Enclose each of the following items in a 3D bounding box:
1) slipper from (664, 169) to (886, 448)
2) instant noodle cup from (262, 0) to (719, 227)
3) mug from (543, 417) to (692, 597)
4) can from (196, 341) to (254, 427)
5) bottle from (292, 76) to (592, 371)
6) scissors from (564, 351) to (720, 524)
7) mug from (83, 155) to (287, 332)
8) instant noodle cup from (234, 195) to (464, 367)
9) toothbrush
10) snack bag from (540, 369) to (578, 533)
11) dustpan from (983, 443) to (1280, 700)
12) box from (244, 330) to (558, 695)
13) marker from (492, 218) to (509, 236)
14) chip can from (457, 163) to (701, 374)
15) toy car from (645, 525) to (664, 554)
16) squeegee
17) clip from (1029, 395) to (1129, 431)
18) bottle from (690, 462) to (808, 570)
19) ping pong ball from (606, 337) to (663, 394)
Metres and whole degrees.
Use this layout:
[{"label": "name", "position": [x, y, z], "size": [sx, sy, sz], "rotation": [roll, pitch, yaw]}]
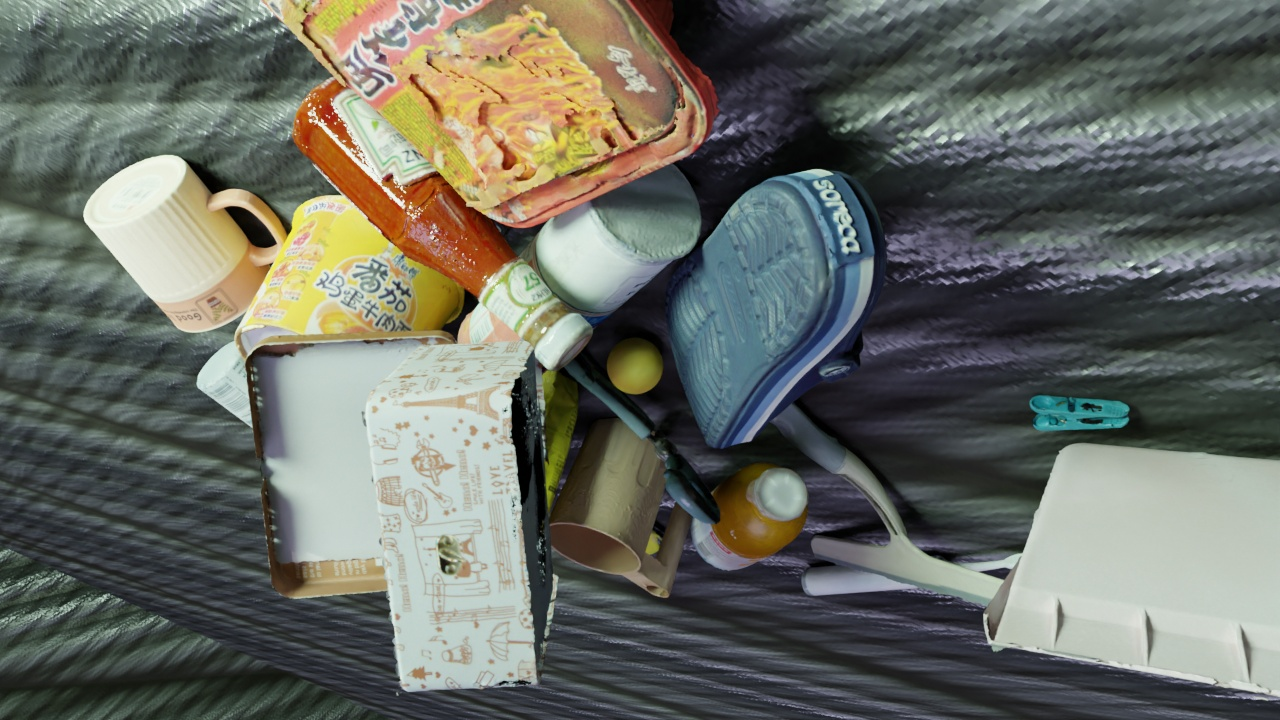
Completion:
[{"label": "slipper", "position": [0.080, -0.029, 0.517], "size": [0.095, 0.105, 0.253], "rotation": [-12, 161, -13]}, {"label": "instant noodle cup", "position": [-0.064, -0.157, 0.421], "size": [0.165, 0.078, 0.189], "rotation": [-13, 132, 42]}, {"label": "mug", "position": [-0.008, 0.122, 0.766], "size": [0.124, 0.103, 0.084], "rotation": [36, 144, -22]}, {"label": "can", "position": [-0.355, 0.046, 0.896], "size": [0.058, 0.058, 0.147], "rotation": [-8, 137, 37]}, {"label": "bottle", "position": [-0.109, -0.076, 0.518], "size": [0.206, 0.059, 0.060], "rotation": [44, 147, 7]}, {"label": "scissors", "position": [-0.001, 0.050, 0.669], "size": [0.178, 0.019, 0.170], "rotation": [45, -176, -8]}, {"label": "mug", "position": [-0.324, -0.090, 0.675], "size": [0.114, 0.081, 0.106], "rotation": [-16, 137, 6]}, {"label": "instant noodle cup", "position": [-0.213, -0.031, 0.658], "size": [0.138, 0.109, 0.138], "rotation": [16, 146, 11]}, {"label": "toothbrush", "position": [0.232, 0.182, 0.787], "size": [0.222, 0.026, 0.026], "rotation": [-20, 124, 45]}, {"label": "snack bag", "position": [-0.112, 0.115, 0.767], "size": [0.068, 0.157, 0.247], "rotation": [18, 148, -7]}, {"label": "dustpan", "position": [0.328, 0.149, 0.528], "size": [0.223, 0.272, 0.139], "rotation": [6, 119, 27]}, {"label": "box", "position": [-0.154, 0.080, 0.546], "size": [0.193, 0.156, 0.183], "rotation": [-3, 104, 0]}, {"label": "marker", "position": [-0.091, -0.091, 0.589], "size": [0.018, 0.015, 0.124], "rotation": [32, 148, -8]}, {"label": "chip can", "position": [-0.049, -0.047, 0.577], "size": [0.071, 0.071, 0.215], "rotation": [32, 146, -16]}, {"label": "toy car", "position": [-0.014, 0.188, 0.930], "size": [0.048, 0.032, 0.105], "rotation": [31, 144, -13]}, {"label": "squeegee", "position": [0.146, 0.082, 0.681], "size": [0.246, 0.039, 0.247], "rotation": [45, 160, -20]}, {"label": "clip", "position": [0.269, 0.033, 0.563], "size": [0.057, 0.015, 0.050], "rotation": [-1, 139, 33]}, {"label": "bottle", "position": [0.085, 0.120, 0.712], "size": [0.068, 0.068, 0.190], "rotation": [21, 160, 0]}, {"label": "ping pong ball", "position": [-0.004, 0.004, 0.651], "size": [0.040, 0.040, 0.040], "rotation": [15, 147, 10]}]
